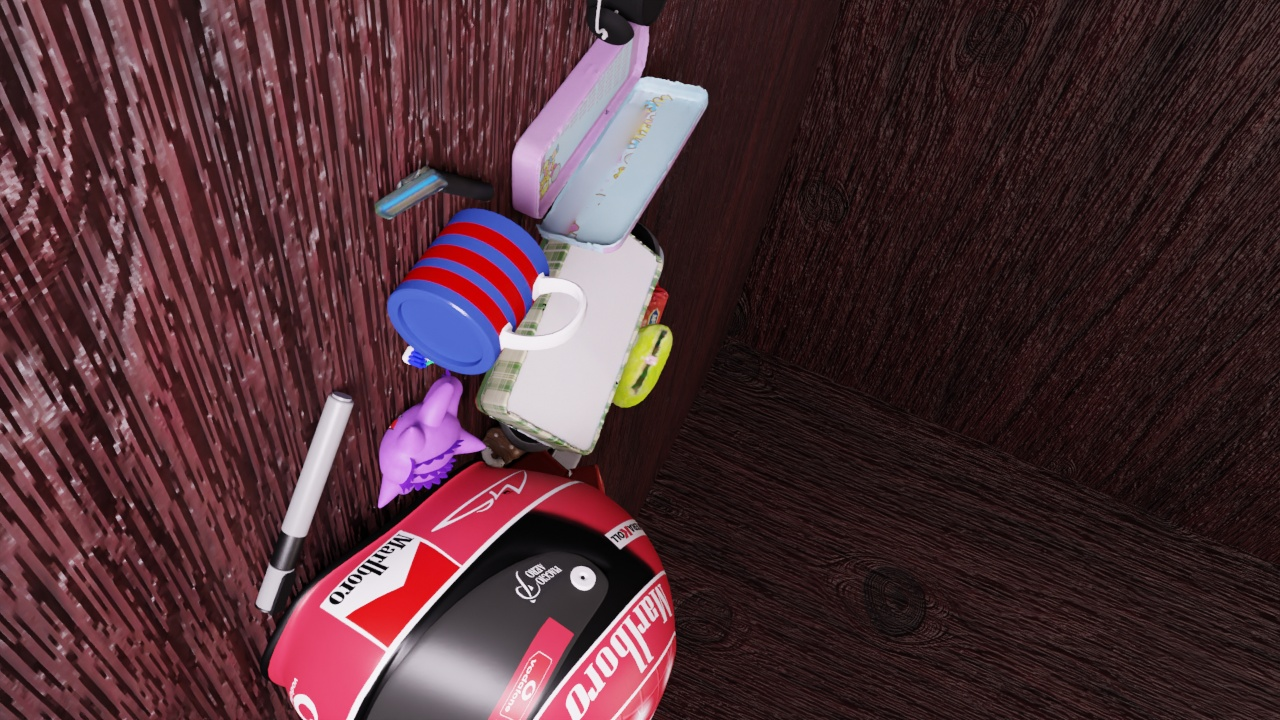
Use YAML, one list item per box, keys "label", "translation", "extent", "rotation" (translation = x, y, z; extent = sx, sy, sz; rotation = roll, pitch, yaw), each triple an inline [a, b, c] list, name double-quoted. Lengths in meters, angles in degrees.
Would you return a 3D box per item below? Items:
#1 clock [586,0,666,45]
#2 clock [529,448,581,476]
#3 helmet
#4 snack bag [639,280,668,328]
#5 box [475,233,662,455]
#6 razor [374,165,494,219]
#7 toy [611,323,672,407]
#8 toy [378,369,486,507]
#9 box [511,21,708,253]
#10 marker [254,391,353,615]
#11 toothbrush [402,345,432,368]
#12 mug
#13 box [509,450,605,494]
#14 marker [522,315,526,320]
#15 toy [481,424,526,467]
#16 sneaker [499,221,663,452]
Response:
- label: "clock"
  translation: [-0.007, -0.286, 0.676]
  extent: [0.091, 0.042, 0.120]
  rotation: [104, 12, -48]
- label: "clock"
  translation: [-0.096, 0.106, 1.065]
  extent: [0.122, 0.035, 0.094]
  rotation: [-54, -164, 5]
- label: "helmet"
  translation: [-0.092, 0.205, 0.672]
  extent: [0.270, 0.225, 0.198]
  rotation: [-39, 156, -50]
- label: "snack bag"
  translation: [-0.021, -0.031, 1.196]
  extent: [0.082, 0.082, 0.177]
  rotation: [-48, 160, -66]
- label: "box"
  translation: [-0.060, -0.029, 0.811]
  extent: [0.117, 0.050, 0.205]
  rotation: [31, 72, -41]
- label: "razor"
  translation: [-0.117, -0.106, 0.556]
  extent: [0.043, 0.022, 0.144]
  rotation: [-26, -174, 12]
- label: "toy"
  translation: [-0.005, 0.005, 0.918]
  extent: [0.092, 0.043, 0.118]
  rotation: [-64, -169, -11]
- label: "toy"
  translation: [-0.152, 0.061, 0.651]
  extent: [0.106, 0.056, 0.087]
  rotation: [-62, 170, 26]
- label: "box"
  translation: [-0.014, -0.185, 0.737]
  extent: [0.090, 0.093, 0.213]
  rotation: [102, 14, -56]
- label: "marker"
  translation: [-0.201, 0.085, 0.548]
  extent: [0.016, 0.016, 0.140]
  rotation: [-21, 134, -79]
- label: "toothbrush"
  translation: [-0.129, -0.028, 0.697]
  extent: [0.186, 0.016, 0.015]
  rotation: [-48, 157, -66]
- label: "mug"
  translation: [-0.091, -0.037, 0.579]
  extent: [0.075, 0.112, 0.076]
  rotation: [93, 21, -54]
- label: "box"
  translation: [-0.105, 0.189, 0.928]
  extent: [0.157, 0.165, 0.151]
  rotation: [84, 0, -46]
- label: "marker"
  translation: [-0.109, -0.060, 0.698]
  extent: [0.142, 0.013, 0.013]
  rotation: [68, 45, -69]
- label: "toy"
  translation: [-0.128, 0.079, 0.919]
  extent: [0.055, 0.041, 0.101]
  rotation: [-59, 172, 33]
- label: "sneaker"
  translation: [-0.065, -0.016, 0.944]
  extent: [0.256, 0.093, 0.160]
  rotation: [-64, 180, -14]
